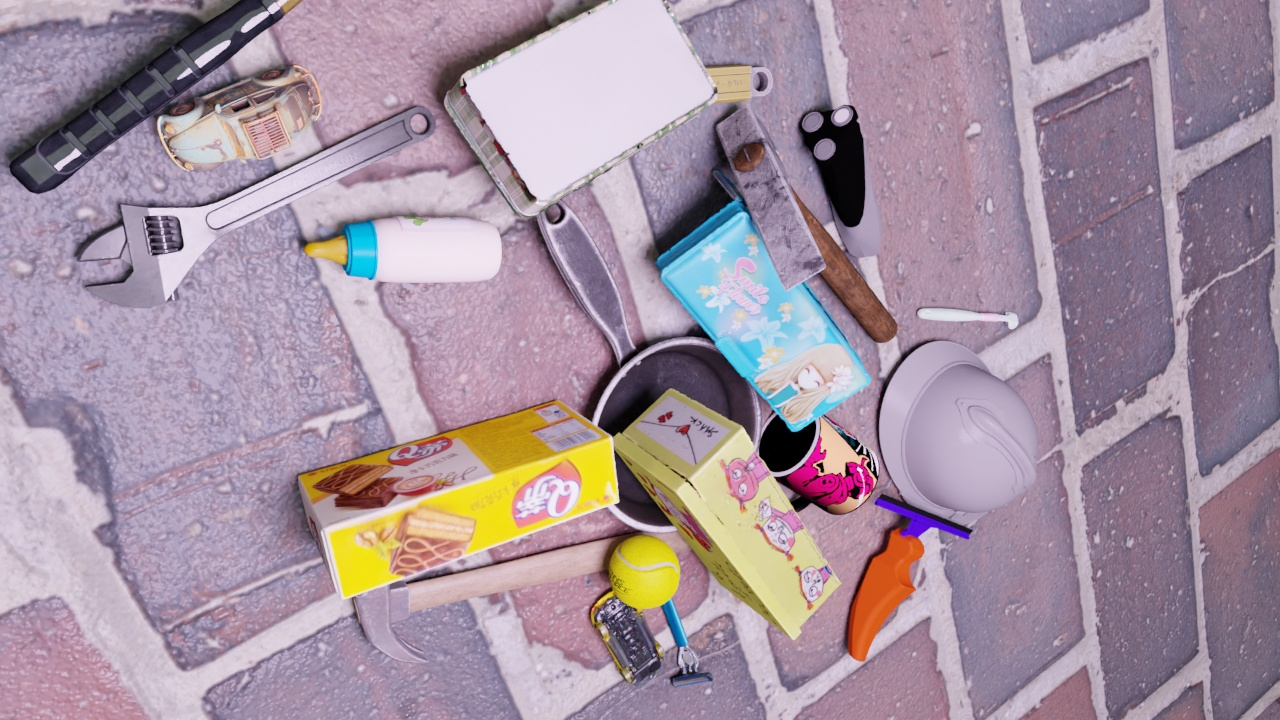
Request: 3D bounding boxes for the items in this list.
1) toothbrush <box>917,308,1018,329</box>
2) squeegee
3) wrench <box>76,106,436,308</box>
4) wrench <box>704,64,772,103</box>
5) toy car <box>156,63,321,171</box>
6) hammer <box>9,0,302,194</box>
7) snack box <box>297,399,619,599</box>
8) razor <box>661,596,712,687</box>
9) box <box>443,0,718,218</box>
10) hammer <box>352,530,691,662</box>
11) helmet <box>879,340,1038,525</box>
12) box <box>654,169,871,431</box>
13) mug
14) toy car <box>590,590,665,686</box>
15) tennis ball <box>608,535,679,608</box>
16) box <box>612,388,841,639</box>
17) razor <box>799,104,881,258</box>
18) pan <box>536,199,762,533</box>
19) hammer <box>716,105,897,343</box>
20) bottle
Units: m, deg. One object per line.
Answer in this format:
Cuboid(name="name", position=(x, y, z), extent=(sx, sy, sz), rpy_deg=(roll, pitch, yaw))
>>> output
Cuboid(name="toothbrush", position=(0.373, -0.050, 1.042), extent=(0.154, 0.015, 0.022), rpy_deg=(2, 70, -29))
Cuboid(name="squeegee", position=(0.279, 0.252, 1.037), extent=(0.249, 0.055, 0.185), rpy_deg=(24, 89, -46))
Cuboid(name="wrench", position=(-0.269, -0.120, 0.668), extent=(0.272, 0.018, 0.073), rpy_deg=(-33, 115, -21))
Cuboid(name="wrench", position=(0.002, -0.229, 0.792), extent=(0.272, 0.018, 0.084), rpy_deg=(-12, 107, -26))
Cuboid(name="toy car", position=(-0.269, -0.163, 0.633), extent=(0.111, 0.047, 0.047), rpy_deg=(-30, 140, -20))
Cuboid(name="hammer", position=(-0.264, -0.220, 0.603), extent=(0.332, 0.118, 0.025), rpy_deg=(-41, 115, -9))
Cuboid(name="snack box", position=(-0.143, 0.102, 0.734), extent=(0.229, 0.110, 0.062), rpy_deg=(-16, 112, -25))
Cuboid(name="razor", position=(0.035, 0.266, 0.926), extent=(0.042, 0.022, 0.144), rpy_deg=(-14, 108, 12))
Cuboid(name="box", position=(-0.042, -0.206, 0.723), extent=(0.205, 0.050, 0.117), rpy_deg=(-39, 103, -25))
Cuboid(name="hammer", position=(-0.094, 0.188, 0.837), extent=(0.330, 0.031, 0.119), rpy_deg=(-7, 105, -31))
Cuboid(name="helmet", position=(0.386, 0.101, 1.024), extent=(0.183, 0.118, 0.271), rpy_deg=(-49, 121, -11))
Cuboid(name="box", position=(0.110, -0.056, 0.862), extent=(0.098, 0.121, 0.227), rpy_deg=(-35, 120, 14))
Cuboid(name="mug", position=(0.167, 0.112, 0.936), extent=(0.098, 0.081, 0.118), rpy_deg=(33, 112, -31))
Cuboid(name="toy car", position=(-0.012, 0.271, 0.893), extent=(0.049, 0.030, 0.107), rpy_deg=(-32, 113, -21))
Cuboid(name="tennis ball", position=(0.003, 0.193, 0.840), extent=(0.065, 0.065, 0.065), rpy_deg=(-7, 105, -28))
Cuboid(name="box", position=(0.079, 0.139, 0.818), extent=(0.080, 0.124, 0.221), rpy_deg=(-41, 123, -14))
Cuboid(name="razor", position=(0.204, -0.170, 0.900), extent=(0.156, 0.057, 0.060), rpy_deg=(59, 43, -34))
Cuboid(name="pan", position=(-0.005, 0.005, 0.820), extent=(0.187, 0.055, 0.357), rpy_deg=(-39, 117, -16))
Cuboid(name="hammer", position=(0.182, -0.075, 0.851), extent=(0.037, 0.217, 0.300), rpy_deg=(-32, 134, 19))
Cuboid(name="bottle", position=(-0.182, -0.085, 0.704), extent=(0.146, 0.051, 0.051), rpy_deg=(-3, 103, -28))
